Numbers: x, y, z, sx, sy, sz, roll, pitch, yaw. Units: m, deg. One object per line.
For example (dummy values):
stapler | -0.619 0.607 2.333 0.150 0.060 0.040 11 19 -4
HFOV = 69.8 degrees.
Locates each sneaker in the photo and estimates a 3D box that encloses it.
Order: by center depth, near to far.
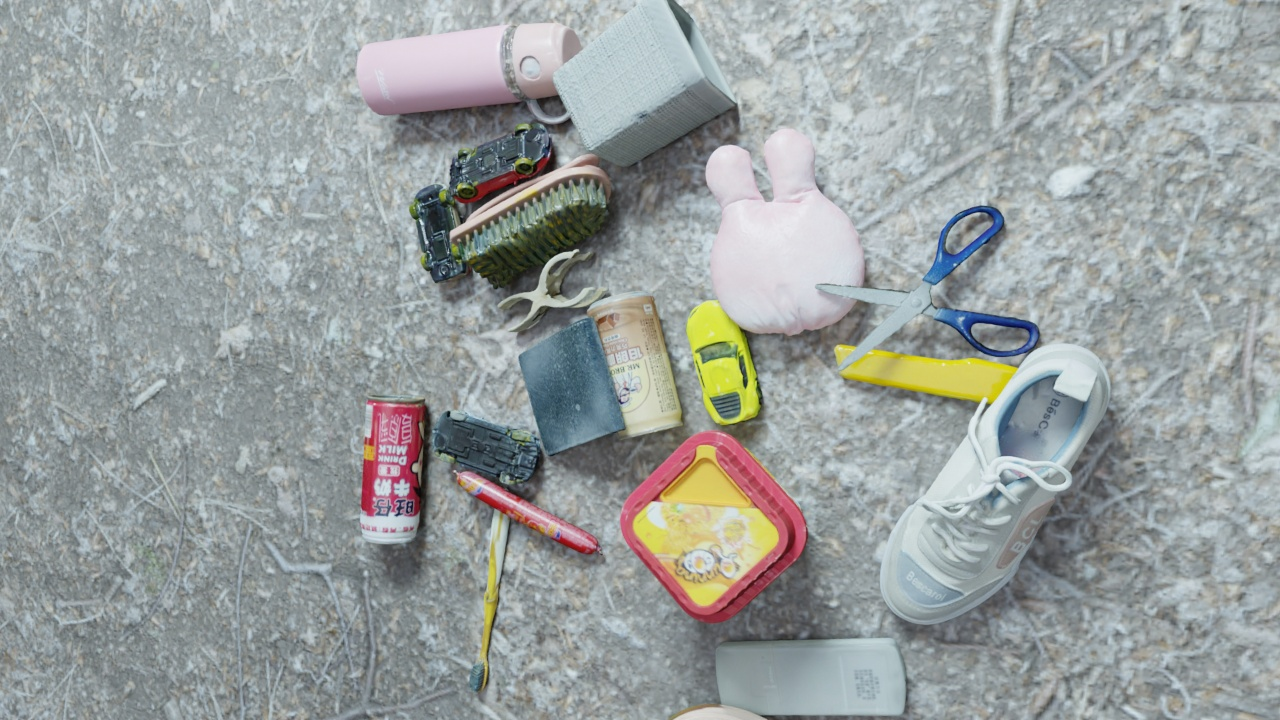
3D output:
sneaker | 0.250 0.100 0.652 0.089 0.090 0.243 33 109 16

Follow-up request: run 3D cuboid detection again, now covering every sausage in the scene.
sausage | -0.101 0.135 0.814 0.156 0.020 0.020 26 98 11

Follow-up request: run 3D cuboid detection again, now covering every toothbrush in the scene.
toothbrush | -0.137 0.210 0.835 0.016 0.018 0.191 9 93 18

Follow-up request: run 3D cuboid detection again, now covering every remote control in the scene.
remote control | 0.135 0.254 0.736 0.150 0.021 0.058 -7 89 19

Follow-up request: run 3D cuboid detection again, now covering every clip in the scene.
clip | -0.082 -0.072 0.809 0.105 0.034 0.084 -7 91 27

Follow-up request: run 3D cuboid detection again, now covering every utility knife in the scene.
utility knife | 0.225 0.010 0.707 0.154 0.015 0.033 11 94 19

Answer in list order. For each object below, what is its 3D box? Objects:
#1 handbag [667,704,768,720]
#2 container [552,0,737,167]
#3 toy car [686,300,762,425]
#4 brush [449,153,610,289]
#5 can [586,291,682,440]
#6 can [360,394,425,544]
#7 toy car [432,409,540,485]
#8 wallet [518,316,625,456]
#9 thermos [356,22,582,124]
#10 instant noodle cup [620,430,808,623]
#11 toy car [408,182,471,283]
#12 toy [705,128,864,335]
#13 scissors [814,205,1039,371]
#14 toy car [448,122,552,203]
handbag | 0.094 0.381 0.720 0.234 0.093 0.193 45 104 17
container | 0.001 -0.224 0.750 0.114 0.090 0.090 -29 80 21
toy car | 0.067 0.001 0.756 0.048 0.032 0.105 -16 83 19
brush | -0.091 -0.127 0.799 0.146 0.063 0.073 -27 51 16
can | -0.005 0.004 0.766 0.059 0.058 0.116 -16 85 19
can | -0.229 0.099 0.849 0.053 0.053 0.132 4 91 19
toy car | -0.139 0.077 0.828 0.106 0.031 0.049 16 93 18
wallet | -0.062 0.025 0.779 0.121 0.019 0.097 -24 80 52
thermos | -0.148 -0.250 0.819 0.199 0.067 0.087 1 122 18
instant noodle cup | 0.065 0.122 0.707 0.116 0.123 0.116 -46 76 13
toy car | -0.182 -0.117 0.842 0.042 0.035 0.090 -17 84 17
toy | 0.110 -0.099 0.726 0.121 0.054 0.159 -12 92 12
scissors | 0.222 -0.048 0.691 0.162 0.012 0.175 31 87 4
toy car | -0.124 -0.175 0.819 0.106 0.031 0.049 -19 59 22
